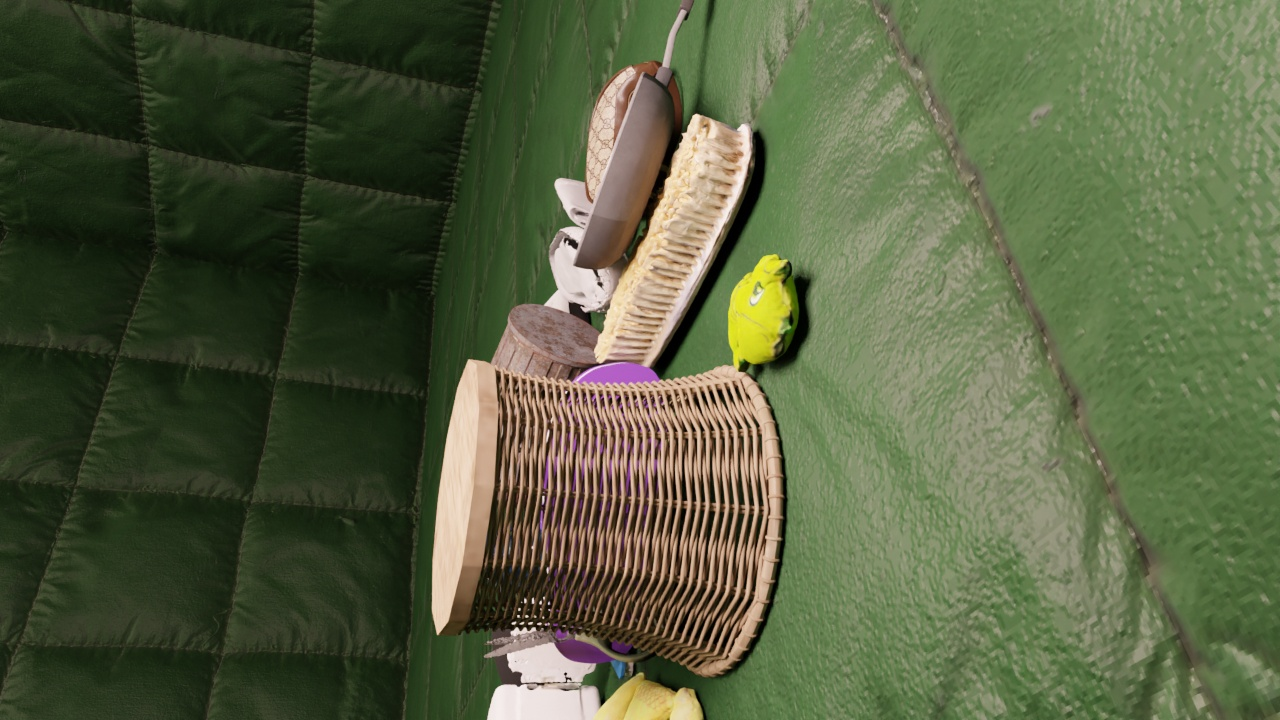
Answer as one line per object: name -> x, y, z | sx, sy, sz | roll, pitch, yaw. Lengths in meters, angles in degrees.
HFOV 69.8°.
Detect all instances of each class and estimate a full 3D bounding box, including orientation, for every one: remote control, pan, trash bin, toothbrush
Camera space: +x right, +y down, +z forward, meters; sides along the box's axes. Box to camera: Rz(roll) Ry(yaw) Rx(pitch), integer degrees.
remote control -> -0.114, -0.042, 1.210 | 0.060, 0.025, 0.138 | -43, 27, 31
pan -> 0.018, -0.243, 0.826 | 0.179, 0.041, 0.356 | 135, 155, -78
trash bin -> -0.130, 0.056, 1.057 | 0.211, 0.130, 0.130 | -64, 23, 24
remote control -> -0.076, -0.035, 1.149 | 0.151, 0.020, 0.041 | -100, 23, -44
toothbrush -> -0.031, 0.269, 0.890 | 0.167, 0.014, 0.016 | -164, 81, -77

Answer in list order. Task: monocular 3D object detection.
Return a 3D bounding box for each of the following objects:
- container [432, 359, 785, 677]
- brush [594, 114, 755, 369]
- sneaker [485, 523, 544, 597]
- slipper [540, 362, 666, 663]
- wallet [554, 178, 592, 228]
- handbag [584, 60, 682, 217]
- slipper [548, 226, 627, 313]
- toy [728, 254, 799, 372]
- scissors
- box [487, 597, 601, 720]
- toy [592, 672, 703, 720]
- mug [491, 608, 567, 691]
container -> -0.036, 0.104, 0.660 | 0.227, 0.196, 0.227 | -173, 91, -73
brush -> 0.025, -0.089, 0.783 | 0.272, 0.056, 0.083 | 117, 163, -46
sneaker -> -0.127, 0.216, 1.030 | 0.295, 0.127, 0.120 | 139, 135, -62
slipper -> -0.044, 0.133, 0.845 | 0.084, 0.107, 0.266 | -171, 85, -75
wallet -> -0.052, -0.170, 1.029 | 0.116, 0.086, 0.032 | -107, 35, -61
handbag -> -0.004, -0.226, 0.949 | 0.139, 0.063, 0.166 | -24, 59, 59
slipper -> -0.050, -0.098, 0.994 | 0.112, 0.074, 0.247 | 58, 174, -11
toy -> 0.081, -0.031, 0.624 | 0.093, 0.036, 0.094 | -111, 27, -63
scissors -> -0.053, 0.233, 0.766 | 0.132, 0.169, 0.012 | 43, 164, 43
box -> -0.087, 0.322, 0.866 | 0.083, 0.110, 0.191 | -121, 39, -66
toy -> -0.002, 0.318, 0.692 | 0.171, 0.064, 0.154 | -23, 48, 63
mug -> -0.115, 0.331, 1.035 | 0.118, 0.085, 0.100 | -22, -73, -75
